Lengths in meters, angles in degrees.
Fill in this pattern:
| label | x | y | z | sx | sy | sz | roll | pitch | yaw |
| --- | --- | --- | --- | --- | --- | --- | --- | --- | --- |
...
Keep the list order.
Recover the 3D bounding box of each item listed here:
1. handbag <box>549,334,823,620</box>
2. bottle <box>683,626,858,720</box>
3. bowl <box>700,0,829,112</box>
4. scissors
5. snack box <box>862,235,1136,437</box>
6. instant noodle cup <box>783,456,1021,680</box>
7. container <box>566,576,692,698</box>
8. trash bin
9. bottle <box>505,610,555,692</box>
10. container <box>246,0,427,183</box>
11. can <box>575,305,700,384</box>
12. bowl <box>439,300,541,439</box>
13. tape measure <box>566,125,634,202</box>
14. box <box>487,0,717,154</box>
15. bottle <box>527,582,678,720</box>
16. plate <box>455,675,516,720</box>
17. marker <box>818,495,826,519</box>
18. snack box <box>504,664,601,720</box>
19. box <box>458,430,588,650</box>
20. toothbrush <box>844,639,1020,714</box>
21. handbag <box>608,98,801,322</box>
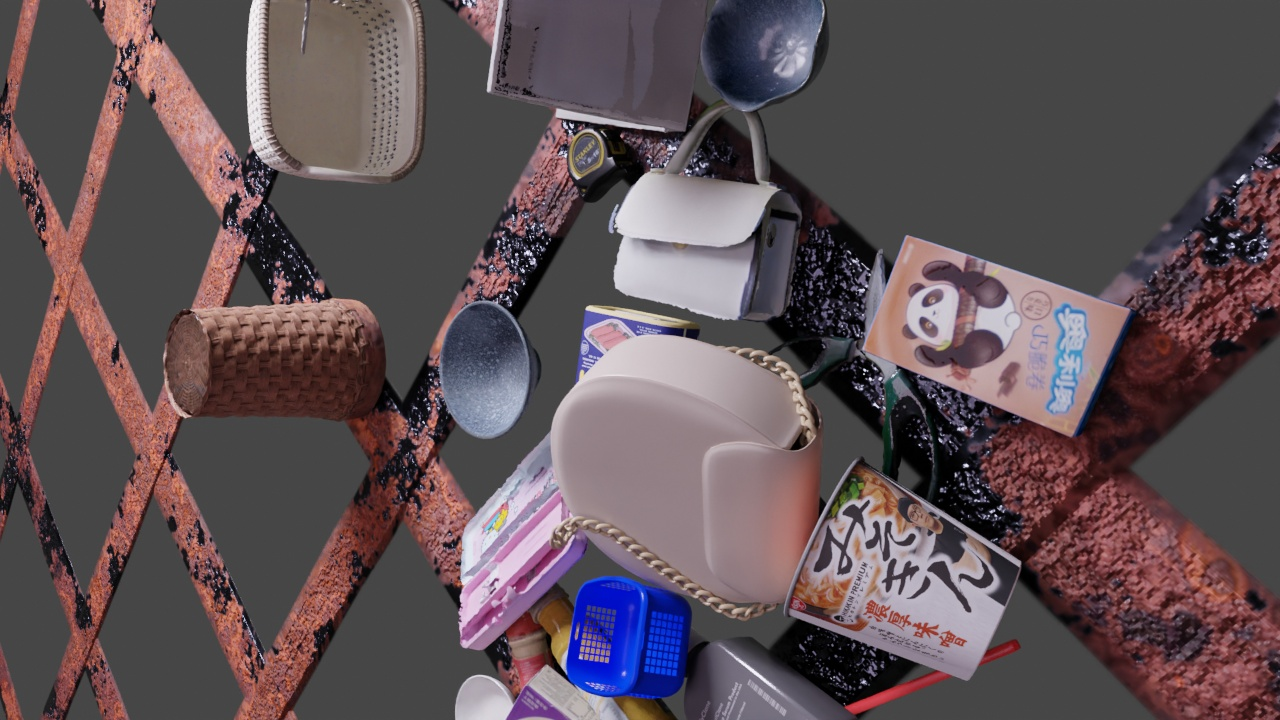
| label | x | y | z | sx | sy | sz | roll | pitch | yaw |
| --- | --- | --- | --- | --- | --- | --- | --- | --- | --- |
| handbag | 0.031 | 0.090 | 0.702 | 0.209 | 0.103 | 0.211 | 13 | 128 | 24 |
| bottle | 0.084 | 0.275 | 0.742 | 0.174 | 0.046 | 0.084 | 30 | 105 | 45 |
| bowl | 0.105 | -0.245 | 0.712 | 0.111 | 0.055 | 0.110 | 2 | 92 | 41 |
| scissors | 0.154 | 0.019 | 0.705 | 0.203 | 0.015 | 0.201 | -2 | 90 | 41 |
| snack box | 0.235 | -0.019 | 0.614 | 0.151 | 0.034 | 0.087 | 26 | 106 | 31 |
| instant noodle cup | 0.180 | 0.147 | 0.622 | 0.122 | 0.123 | 0.124 | 25 | 108 | 21 |
| container | -0.008 | 0.236 | 0.776 | 0.114 | 0.058 | 0.096 | -18 | 59 | 56 |
| trash bin | -0.428 | 0.001 | 1.070 | 0.151 | 0.209 | 0.151 | 1 | 91 | 41 |
| bottle | -0.108 | 0.298 | 0.918 | 0.044 | 0.044 | 0.109 | -23 | 77 | 38 |
| container | -0.342 | -0.314 | 1.015 | 0.143 | 0.184 | 0.246 | 2 | 91 | 51 |
| can | -0.005 | 0.005 | 0.812 | 0.116 | 0.056 | 0.092 | 14 | 99 | 39 |
| bowl | -0.138 | 0.009 | 0.924 | 0.137 | 0.057 | 0.137 | 2 | 93 | 40 |
| tape measure | -0.038 | -0.185 | 0.848 | 0.062 | 0.034 | 0.061 | -30 | 76 | 42 |
| box | -0.013 | -0.305 | 0.879 | 0.173 | 0.421 | 0.167 | 12 | 101 | 5 |
| bottle | -0.040 | 0.284 | 0.852 | 0.186 | 0.053 | 0.053 | 43 | 117 | 31 |
| plate | -0.153 | 0.382 | 0.968 | 0.104 | 0.026 | 0.104 | 1 | 91 | 39 |
| marker | 0.123 | 0.098 | 0.734 | 0.138 | 0.016 | 0.022 | 53 | 145 | 26 |
| snack box | -0.071 | 0.387 | 0.863 | 0.143 | 0.040 | 0.148 | 34 | 114 | 13 |
| box | -0.120 | 0.178 | 0.907 | 0.202 | 0.038 | 0.152 | -47 | 30 | 30 |
| toothbrush | 0.191 | 0.253 | 0.682 | 0.213 | 0.012 | 0.018 | -39 | 67 | 34 |
| handbag | 0.053 | -0.128 | 0.747 | 0.151 | 0.073 | 0.176 | 18 | 102 | 39 |
